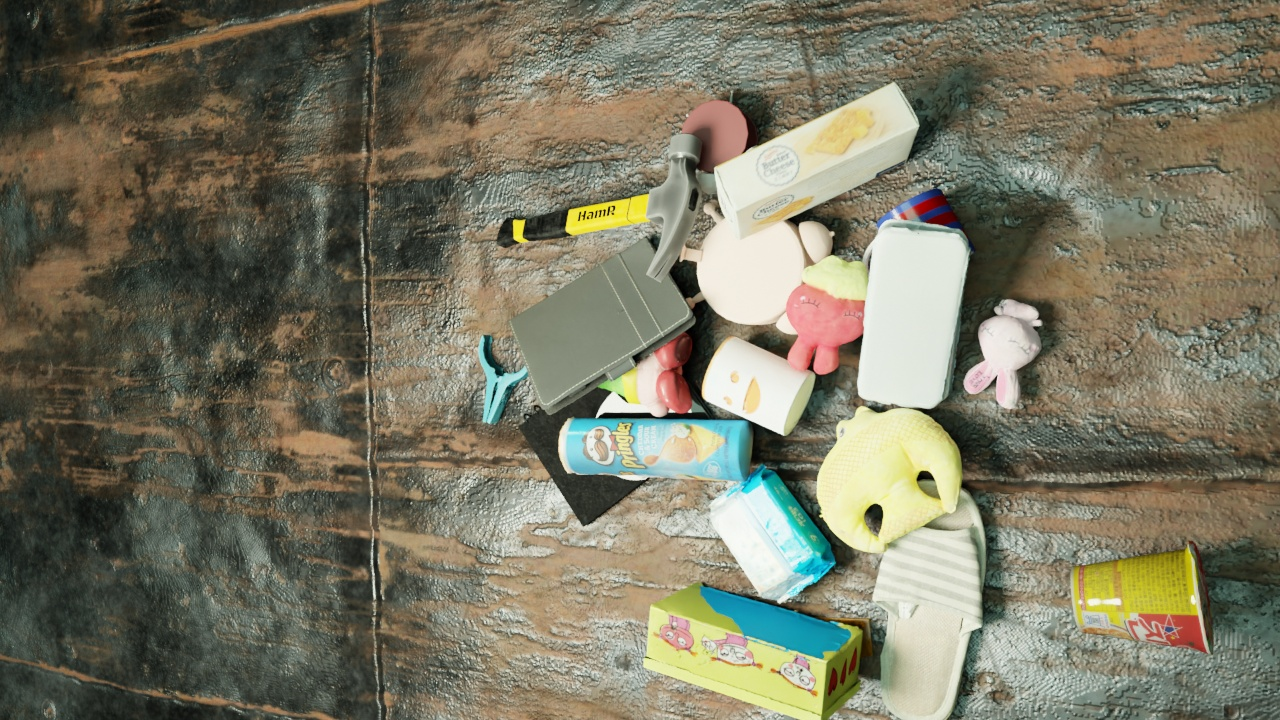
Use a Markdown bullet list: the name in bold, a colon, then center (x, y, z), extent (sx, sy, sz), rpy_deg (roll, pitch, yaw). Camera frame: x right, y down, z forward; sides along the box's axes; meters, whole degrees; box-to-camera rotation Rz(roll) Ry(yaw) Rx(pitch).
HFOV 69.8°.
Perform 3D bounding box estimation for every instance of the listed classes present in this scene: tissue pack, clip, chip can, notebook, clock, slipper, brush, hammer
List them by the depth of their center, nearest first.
- **slipper**: center (0.313, 0.267, 1.001), extent (0.114, 0.054, 0.272), rpy_deg (5, 94, 20)
- **clock**: center (0.132, -0.106, 1.058), extent (0.160, 0.086, 0.131), rpy_deg (15, 98, 18)
- **tissue pack**: center (0.152, 0.204, 1.067), extent (0.093, 0.061, 0.144), rpy_deg (-42, 72, 22)
- **brush**: center (0.205, 0.323, 1.070), extent (0.127, 0.017, 0.048), rpy_deg (-6, 89, 25)
- **clock**: center (0.097, -0.252, 1.085), extent (0.087, 0.044, 0.124), rpy_deg (-22, 82, 24)
- **chip can**: center (0.019, 0.106, 1.099), extent (0.230, 0.079, 0.080), rpy_deg (0, 92, 23)
- **notebook**: center (-0.049, -0.044, 1.102), extent (0.209, 0.029, 0.169), rpy_deg (-33, 50, 8)
- **hammer**: center (-0.063, -0.170, 1.130), extent (0.325, 0.034, 0.169), rpy_deg (-2, 73, 40)
- **notebook**: center (-0.036, 0.081, 1.175), extent (0.232, 0.019, 0.169), rpy_deg (-39, 77, 21)
- **clip**: center (-0.177, 0.017, 1.236), extent (0.119, 0.033, 0.120), rpy_deg (-18, 84, 21)

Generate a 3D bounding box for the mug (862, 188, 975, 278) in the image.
- **mug**: center (0.288, -0.122, 0.983), extent (0.112, 0.074, 0.076), rpy_deg (-31, 79, 25)

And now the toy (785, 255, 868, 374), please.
- **toy**: center (0.203, -0.049, 1.002), extent (0.091, 0.045, 0.135), rpy_deg (20, 105, 2)

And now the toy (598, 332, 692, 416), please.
- **toy**: center (-0.006, 0.006, 1.101), extent (0.132, 0.096, 0.124), rpy_deg (-6, 85, 43)

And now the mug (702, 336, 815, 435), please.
- **mug**: center (0.136, 0.029, 1.056), extent (0.105, 0.082, 0.082), rpy_deg (25, 102, 22)

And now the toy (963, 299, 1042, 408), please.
- **toy**: center (0.381, -0.008, 0.960), extent (0.064, 0.047, 0.110), rpy_deg (20, 103, 32)

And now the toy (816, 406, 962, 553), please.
- **toy**: center (0.262, 0.122, 1.002), extent (0.171, 0.064, 0.154), rpy_deg (-40, 56, 24)

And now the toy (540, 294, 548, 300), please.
- **toy**: center (-0.091, -0.041, 1.181), extent (0.102, 0.041, 0.055), rpy_deg (40, 149, 11)

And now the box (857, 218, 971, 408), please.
- **box**: center (0.283, -0.048, 0.959), extent (0.118, 0.062, 0.214), rpy_deg (6, 121, 20)

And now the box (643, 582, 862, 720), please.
- **box**: center (0.128, 0.326, 1.035), extent (0.221, 0.124, 0.079), rpy_deg (10, 98, 30)

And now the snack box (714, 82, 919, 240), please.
- **snack box**: center (0.184, -0.208, 0.978), extent (0.208, 0.104, 0.057), rpy_deg (-25, 78, 4)

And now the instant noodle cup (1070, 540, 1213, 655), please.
- **instant noodle cup**: center (0.489, 0.235, 0.897), extent (0.113, 0.100, 0.100), rpy_deg (-12, 87, 33)
